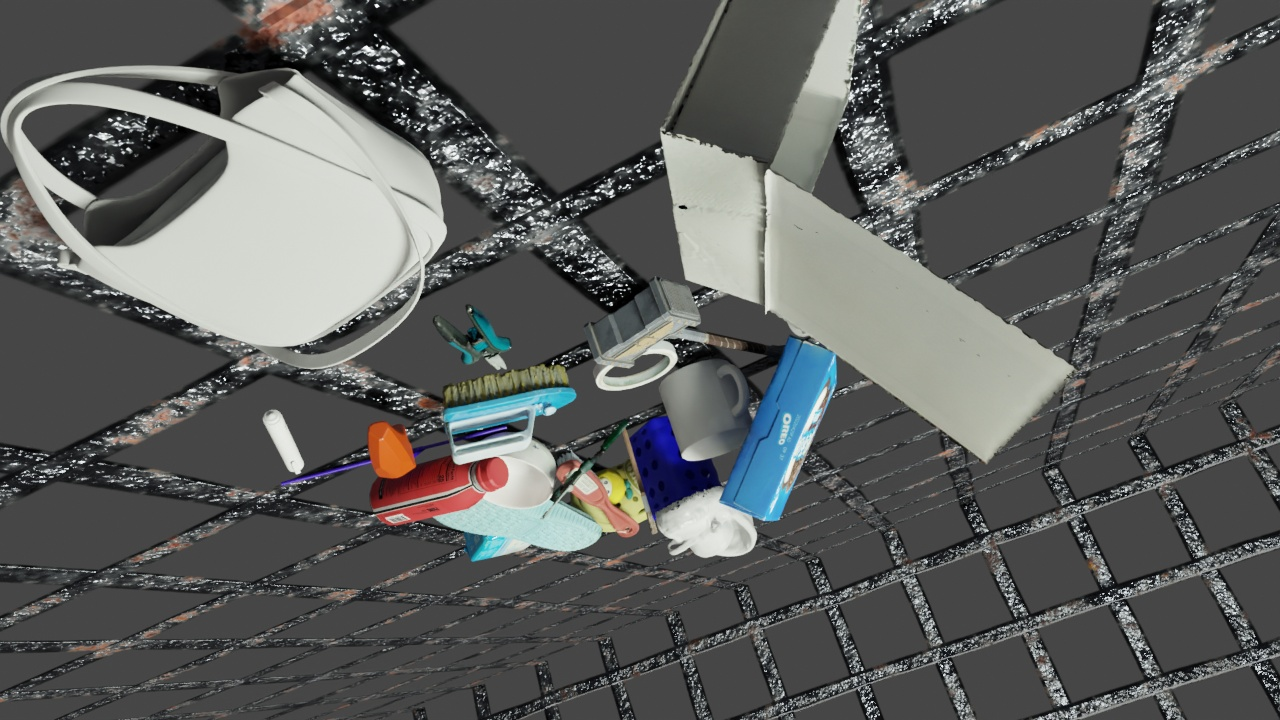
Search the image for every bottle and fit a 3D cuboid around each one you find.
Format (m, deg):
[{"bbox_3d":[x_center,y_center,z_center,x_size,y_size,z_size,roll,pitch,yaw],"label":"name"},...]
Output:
[{"bbox_3d":[-0.222,0.141,1.026,0.177,0.062,0.062,-17,162,31],"label":"bottle"}]

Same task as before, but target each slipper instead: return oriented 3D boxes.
[{"bbox_3d":[-0.165,0.189,1.206,0.276,0.069,0.116,26,131,-38],"label":"slipper"},{"bbox_3d":[0.089,0.216,1.189,0.112,0.074,0.246,-39,152,8],"label":"slipper"},{"bbox_3d":[-0.003,0.179,1.303,0.190,0.091,0.082,-14,155,-19],"label":"slipper"}]

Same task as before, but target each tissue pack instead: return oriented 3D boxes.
[{"bbox_3d":[-0.197,0.237,1.318,0.092,0.061,0.145,-8,156,-27],"label":"tissue pack"}]

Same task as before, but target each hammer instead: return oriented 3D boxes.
[{"bbox_3d":[0.081,-0.022,0.969,0.099,0.044,0.321,-32,157,30],"label":"hammer"}]

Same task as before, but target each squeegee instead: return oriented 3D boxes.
[{"bbox_3d":[-0.256,0.093,0.942,0.249,0.055,0.185,-14,165,-12],"label":"squeegee"}]

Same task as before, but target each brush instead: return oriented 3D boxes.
[{"bbox_3d":[-0.129,0.053,0.925,0.135,0.075,0.055,-13,158,-14],"label":"brush"},{"bbox_3d":[-0.056,0.182,1.241,0.041,0.030,0.172,-31,125,12],"label":"brush"},{"bbox_3d":[-0.003,0.146,1.150,0.008,0.143,0.045,-17,166,-2],"label":"brush"}]

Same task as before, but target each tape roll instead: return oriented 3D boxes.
[{"bbox_3d":[-0.006,0.006,0.994,0.093,0.013,0.093,-16,157,-7],"label":"tape roll"}]

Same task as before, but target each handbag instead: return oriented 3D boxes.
[{"bbox_3d":[-0.242,-0.079,0.517,0.216,0.095,0.222,-31,150,22],"label":"handbag"}]

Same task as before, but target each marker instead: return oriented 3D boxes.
[{"bbox_3d":[-0.345,0.080,0.890,0.017,0.020,0.134,-22,160,-20],"label":"marker"}]

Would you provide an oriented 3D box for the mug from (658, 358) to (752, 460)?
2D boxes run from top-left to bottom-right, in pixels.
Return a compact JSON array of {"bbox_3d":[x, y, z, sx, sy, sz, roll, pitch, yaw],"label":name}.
[{"bbox_3d":[0.085,0.051,1.069,0.091,0.090,0.122,-3,153,-34],"label":"mug"}]

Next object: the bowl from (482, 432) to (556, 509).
[{"bbox_3d":[-0.148,0.123,1.073,0.105,0.054,0.105,7,137,7],"label":"bowl"}]

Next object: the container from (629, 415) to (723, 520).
[{"bbox_3d":[0.046,0.138,1.208,0.084,0.113,0.085,-3,153,-34],"label":"container"}]

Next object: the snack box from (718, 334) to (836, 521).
[{"bbox_3d":[0.165,0.087,1.064,0.056,0.195,0.239,23,176,15],"label":"snack box"}]

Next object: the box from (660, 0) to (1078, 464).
[{"bbox_3d":[0.112,0.013,0.460,0.148,0.505,0.167,-15,159,3],"label":"box"}]

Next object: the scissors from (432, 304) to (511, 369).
[{"bbox_3d":[-0.141,-0.018,0.827,0.128,0.019,0.139,-1,154,-38],"label":"scissors"}]

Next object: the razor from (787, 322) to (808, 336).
[{"bbox_3d":[0.208,-0.053,0.997,0.088,0.047,0.116,-24,165,14],"label":"razor"}]

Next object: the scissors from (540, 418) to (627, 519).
[{"bbox_3d":[-0.090,0.152,1.100,0.155,0.015,0.208,-45,180,34],"label":"scissors"}]
